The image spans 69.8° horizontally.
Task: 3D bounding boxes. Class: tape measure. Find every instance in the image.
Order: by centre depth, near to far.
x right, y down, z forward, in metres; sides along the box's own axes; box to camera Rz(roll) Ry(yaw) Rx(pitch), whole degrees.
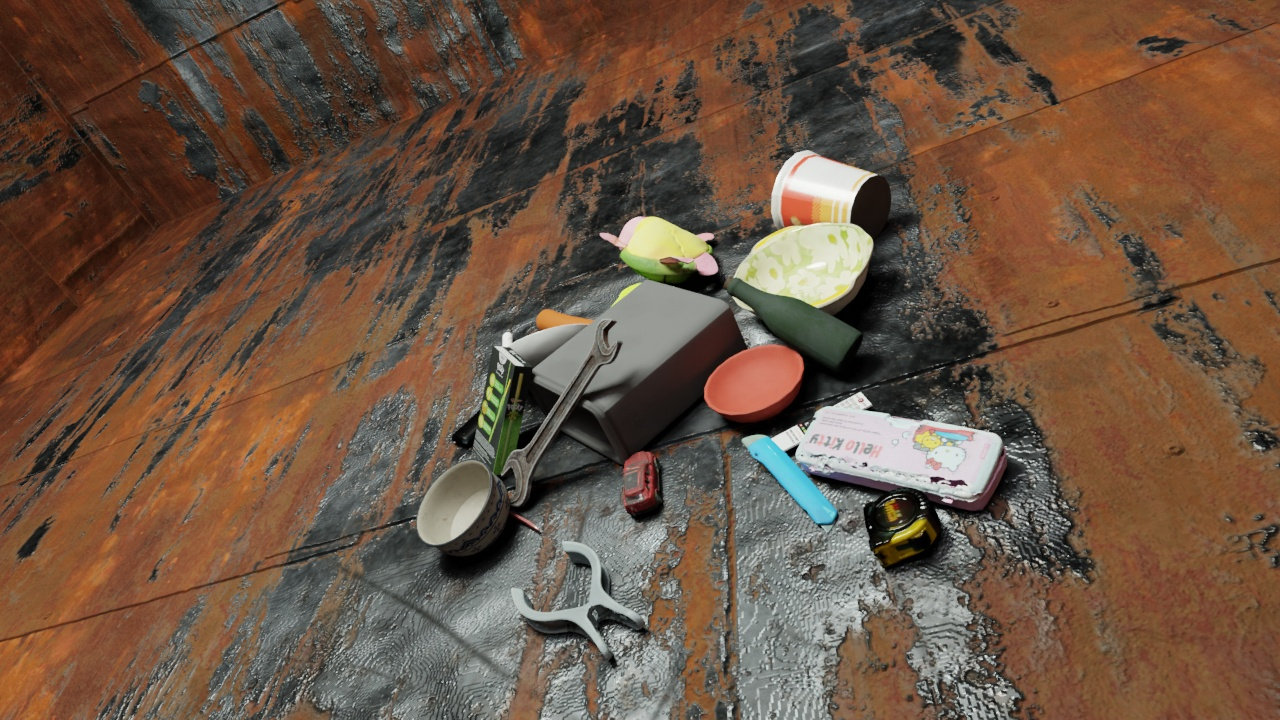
[{"bbox_3d":[0.238,0.148,0.834,0.063,0.038,0.067,-27,28,18],"label":"tape measure"}]

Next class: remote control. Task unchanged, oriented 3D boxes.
[{"bbox_3d":[0.192,0.073,0.999,0.124,0.012,0.028,-28,31,1],"label":"remote control"},{"bbox_3d":[-0.210,0.064,1.314,0.041,0.020,0.151,8,46,46],"label":"remote control"}]

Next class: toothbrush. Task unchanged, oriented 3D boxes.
[{"bbox_3d":[-0.175,0.178,1.130,0.015,0.015,0.185,-45,36,-21],"label":"toothbrush"}]

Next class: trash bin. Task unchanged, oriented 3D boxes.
[{"bbox_3d":[-0.007,0.007,1.170,0.219,0.098,0.192,-40,33,-21],"label":"trash bin"}]

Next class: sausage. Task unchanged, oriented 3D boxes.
[{"bbox_3d":[-0.103,-0.049,1.375,0.044,0.039,0.164,-25,25,-35],"label":"sausage"}]

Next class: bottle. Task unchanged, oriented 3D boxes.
[{"bbox_3d":[0.172,-0.050,1.076,0.174,0.055,0.055,33,61,20],"label":"bottle"}]

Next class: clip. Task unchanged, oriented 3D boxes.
[{"bbox_3d":[-0.044,0.227,0.945,0.172,0.029,0.142,11,50,45],"label":"clip"}]

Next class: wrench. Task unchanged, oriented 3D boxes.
[{"bbox_3d":[-0.096,0.064,1.082,0.274,0.010,0.070,-56,43,24],"label":"wrench"}]

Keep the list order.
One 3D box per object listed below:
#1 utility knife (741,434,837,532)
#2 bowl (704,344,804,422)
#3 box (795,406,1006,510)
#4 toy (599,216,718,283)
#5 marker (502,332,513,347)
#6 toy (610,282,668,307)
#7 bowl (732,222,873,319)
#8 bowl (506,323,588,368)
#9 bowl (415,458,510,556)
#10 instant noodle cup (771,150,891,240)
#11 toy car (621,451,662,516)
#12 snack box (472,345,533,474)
[{"bbox_3d":[0.154,0.122,0.945,0.031,0.015,0.158,-29,39,-7],"label":"utility knife"},{"bbox_3d":[0.138,0.033,1.076,0.122,0.035,0.121,-20,32,13],"label":"bowl"},{"bbox_3d":[0.247,0.092,0.895,0.203,0.044,0.086,9,50,43],"label":"box"},{"bbox_3d":[0.031,-0.167,1.392,0.189,0.088,0.238,-9,23,-25],"label":"toy"},{"bbox_3d":[-0.206,-0.008,1.415,0.017,0.020,0.133,-44,27,18],"label":"marker"},{"bbox_3d":[0.005,-0.082,1.332,0.115,0.046,0.091,-7,35,39],"label":"toy"},{"bbox_3d":[0.215,-0.101,1.188,0.188,0.060,0.219,-27,31,3],"label":"bowl"},{"bbox_3d":[-0.126,0.000,1.270,0.150,0.149,0.043,-22,75,9],"label":"bowl"},{"bbox_3d":[-0.203,0.181,1.091,0.116,0.059,0.115,-24,42,23],"label":"bowl"},{"bbox_3d":[0.268,-0.219,1.270,0.123,0.123,0.121,-43,42,-23],"label":"instant noodle cup"},{"bbox_3d":[-0.001,0.137,1.037,0.042,0.036,0.091,-21,27,13],"label":"toy car"},{"bbox_3d":[-0.180,0.064,1.189,0.025,0.148,0.080,5,16,-31],"label":"snack box"}]
